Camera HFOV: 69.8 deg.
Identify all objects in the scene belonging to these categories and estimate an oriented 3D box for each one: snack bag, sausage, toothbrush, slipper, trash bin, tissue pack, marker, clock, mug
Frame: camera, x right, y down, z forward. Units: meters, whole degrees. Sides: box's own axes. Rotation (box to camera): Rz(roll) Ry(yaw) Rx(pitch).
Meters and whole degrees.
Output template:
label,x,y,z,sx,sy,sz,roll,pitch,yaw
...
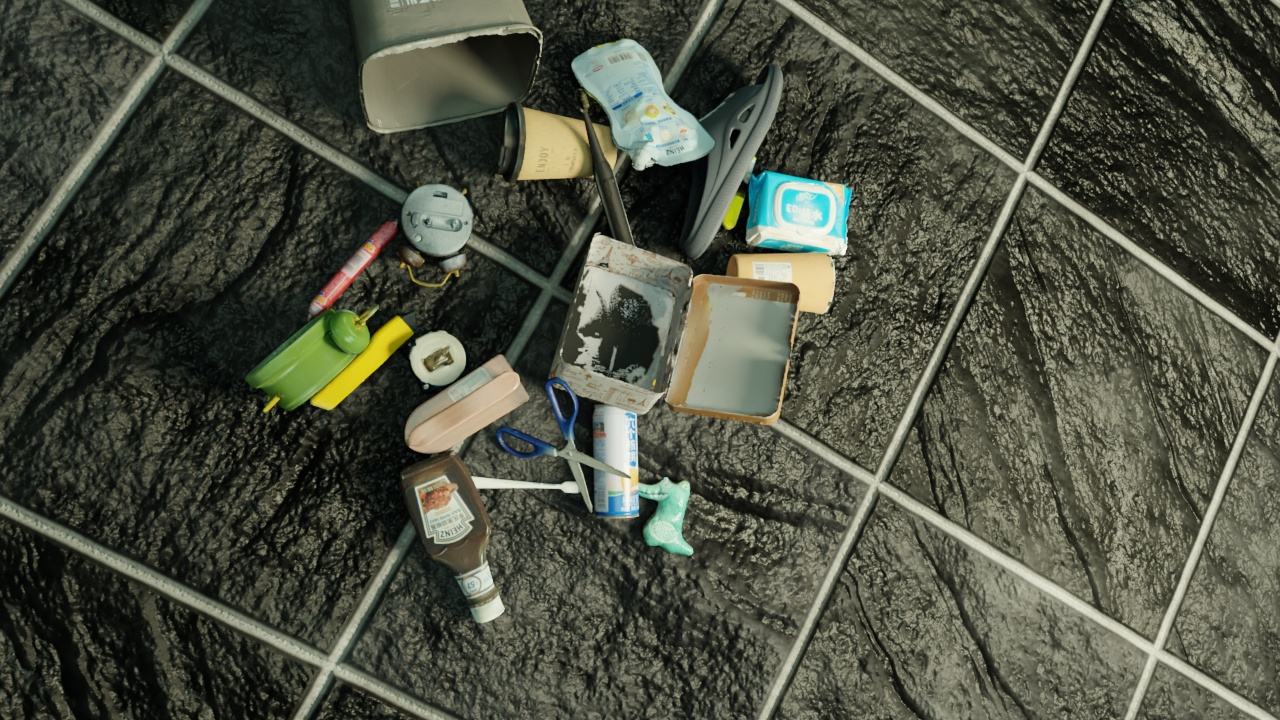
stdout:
label,x,y,z,sx,sy,sz,roll,pitch,yaw
snack bag,0.001,-0.306,1.102,0.110,0.039,0.191,-18,65,-26
sausage,-0.329,-0.105,1.049,0.020,0.020,0.155,41,77,-9
toothbrush,-0.042,-0.215,1.076,0.026,0.027,0.213,-24,123,-12
slipper,0.094,-0.257,1.128,0.083,0.111,0.268,25,83,-9
trash bin,-0.236,-0.400,1.012,0.198,0.199,0.219,-16,84,-15
tissue pack,0.202,-0.187,1.173,0.140,0.063,0.090,7,84,-14
marker,0.130,-0.225,1.183,0.018,0.015,0.124,18,78,4
toothbrush,-0.158,0.145,1.081,0.180,0.016,0.016,4,88,-12
clock,-0.347,-0.010,0.990,0.161,0.116,0.056,-42,108,-10
clock,-0.238,-0.146,1.058,0.082,0.055,0.122,8,85,-15
mug,0.174,-0.101,1.156,0.122,0.078,0.078,2,85,-11

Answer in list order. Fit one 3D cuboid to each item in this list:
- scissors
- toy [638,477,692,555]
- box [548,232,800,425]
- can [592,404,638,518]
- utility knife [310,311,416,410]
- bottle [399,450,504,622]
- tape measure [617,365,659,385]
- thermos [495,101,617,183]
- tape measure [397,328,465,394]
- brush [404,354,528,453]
label,x,y,z,sx,sy,sz,roll,pitch,yaw
scissors,-0.091,0.098,1.057,0.162,0.012,0.176,0,112,20
toy,0.028,0.184,1.120,0.096,0.030,0.091,17,77,-6
box,0.041,-0.028,1.063,0.272,0.107,0.177,12,65,4
can,-0.030,0.119,1.095,0.053,0.053,0.134,0,86,-15
utility knife,-0.313,-0.001,1.045,0.154,0.015,0.033,-45,129,-14
bottle,-0.207,0.203,1.043,0.080,0.044,0.195,-21,97,-5
tape measure,-0.007,0.007,1.122,0.060,0.029,0.057,-2,87,-17
thermos,-0.104,-0.253,1.087,0.143,0.093,0.093,1,86,-22
tape measure,-0.236,-0.001,1.059,0.066,0.034,0.066,-30,95,-15
brush,-0.203,0.055,1.044,0.145,0.073,0.063,-32,95,-13
